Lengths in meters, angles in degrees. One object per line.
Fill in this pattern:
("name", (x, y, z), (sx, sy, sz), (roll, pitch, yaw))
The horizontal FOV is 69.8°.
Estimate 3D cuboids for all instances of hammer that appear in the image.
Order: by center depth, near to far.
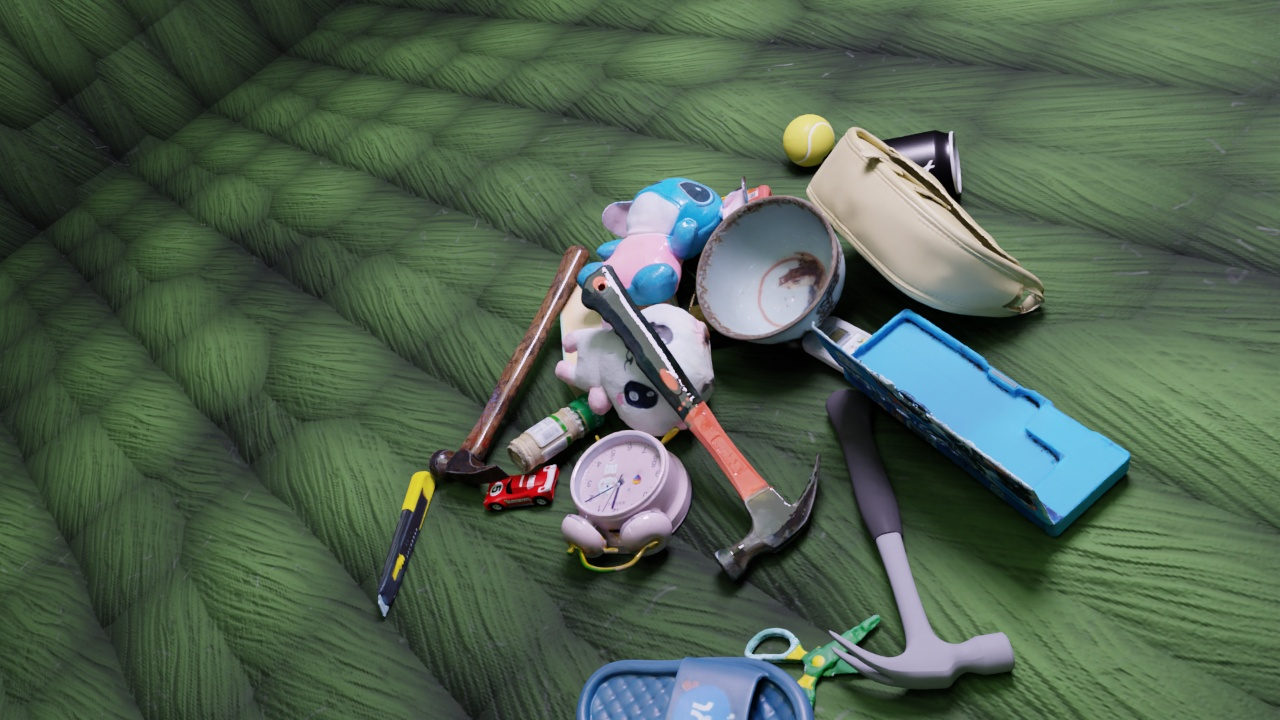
("hammer", (0.203, 0.136, 0.786), (0.125, 0.029, 0.310), (-12, 41, 6))
("hammer", (0.042, 0.036, 0.879), (0.133, 0.033, 0.333), (-35, 68, -5))
("hammer", (-0.132, -0.003, 1.081), (0.120, 0.033, 0.329), (0, 56, 42))

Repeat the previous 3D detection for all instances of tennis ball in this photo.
("tennis ball", (0.217, -0.283, 1.182), (0.065, 0.065, 0.065), (-16, 42, 15))

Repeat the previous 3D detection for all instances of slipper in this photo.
("slipper", (0.036, 0.275, 0.720), (0.214, 0.059, 0.103), (-4, 51, 34))

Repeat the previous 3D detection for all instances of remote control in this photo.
("remote control", (0.223, -0.002, 0.926), (0.050, 0.022, 0.133), (-41, 42, -12))

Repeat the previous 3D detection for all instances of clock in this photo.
("clock", (-0.017, 0.139, 0.894), (0.117, 0.059, 0.157), (-6, 46, 25))

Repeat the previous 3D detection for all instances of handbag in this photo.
("handbag", (0.286, -0.140, 0.923), (0.089, 0.190, 0.232), (-63, 30, 31))
("handbag", (0.101, -0.083, 1.085), (0.084, 0.027, 0.177), (-11, 39, 23))

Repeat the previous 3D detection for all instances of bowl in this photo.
("bowl", (0.150, -0.083, 0.970), (0.160, 0.093, 0.159), (-14, 66, 32))

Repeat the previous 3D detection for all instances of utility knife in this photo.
("utility knife", (-0.257, 0.196, 1.000), (0.020, 0.029, 0.173), (-14, 44, 25))

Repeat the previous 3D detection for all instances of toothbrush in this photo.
("toothbrush", (0.064, -0.107, 1.113), (0.017, 0.014, 0.188), (-18, 30, -10))

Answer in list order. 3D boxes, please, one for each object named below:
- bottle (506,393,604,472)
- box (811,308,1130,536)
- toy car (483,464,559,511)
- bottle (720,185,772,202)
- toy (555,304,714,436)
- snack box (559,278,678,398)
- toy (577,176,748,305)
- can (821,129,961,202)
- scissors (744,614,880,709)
("bottle", (-0.091, 0.079, 0.993), (0.109, 0.043, 0.043), (-33, 39, -26))
("box", (0.271, 0.030, 0.776), (0.114, 0.114, 0.243), (-38, 49, -10))
("toy car", (-0.128, 0.137, 0.986), (0.090, 0.025, 0.038), (-10, 44, 21))
("bottle", (0.102, -0.175, 1.151), (0.134, 0.048, 0.071), (-12, 43, 19))
("toy", (-0.006, 0.006, 0.975), (0.180, 0.101, 0.138), (9, 84, 20))
("snack box", (-0.025, -0.052, 1.103), (0.141, 0.044, 0.193), (-21, 41, 10))
("toy", (0.030, -0.140, 1.060), (0.225, 0.099, 0.190), (-1, 46, 44))
("can", (0.289, -0.215, 1.059), (0.146, 0.080, 0.080), (-6, 46, 25))
("scissors", (0.140, 0.238, 0.740), (0.131, 0.012, 0.112), (-37, 41, -6))
